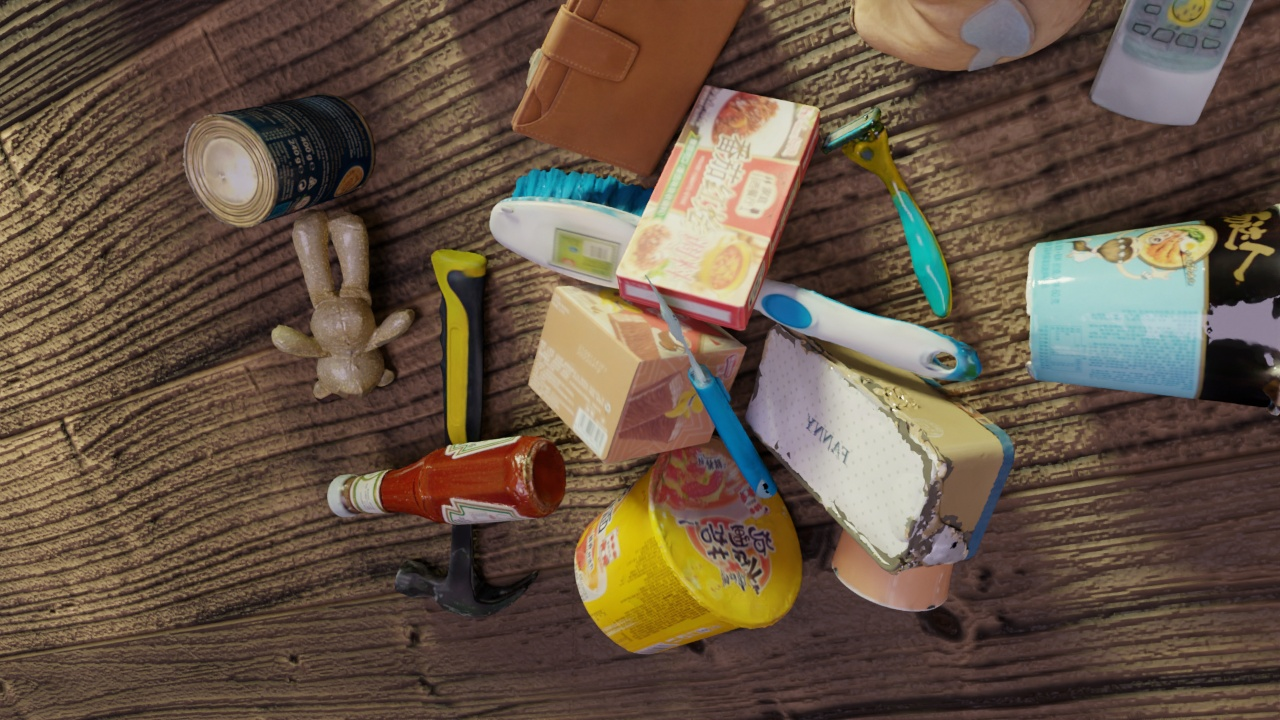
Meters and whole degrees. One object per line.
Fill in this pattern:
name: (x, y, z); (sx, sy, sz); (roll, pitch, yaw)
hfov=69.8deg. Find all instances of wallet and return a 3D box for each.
wallet: (-0.007, -0.180, 0.547); (0.107, 0.031, 0.132); (11, 126, -34)

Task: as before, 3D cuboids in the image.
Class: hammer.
hammer: (-0.139, 0.071, 0.733); (0.126, 0.031, 0.324); (12, 115, 15)

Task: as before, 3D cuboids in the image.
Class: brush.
brush: (0.049, -0.054, 0.567); (0.315, 0.109, 0.061); (16, 116, 11)

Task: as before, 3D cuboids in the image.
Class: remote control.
remote control: (0.283, -0.191, 0.469); (0.056, 0.019, 0.135); (19, 117, 12)

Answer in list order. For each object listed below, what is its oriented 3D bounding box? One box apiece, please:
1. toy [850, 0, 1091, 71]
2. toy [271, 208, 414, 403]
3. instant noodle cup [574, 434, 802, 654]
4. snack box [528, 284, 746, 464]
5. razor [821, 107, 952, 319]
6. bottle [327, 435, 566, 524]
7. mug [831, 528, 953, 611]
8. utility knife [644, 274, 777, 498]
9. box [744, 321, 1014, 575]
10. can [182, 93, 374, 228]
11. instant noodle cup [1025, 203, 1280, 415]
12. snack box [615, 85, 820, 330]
toy: (0.141, -0.234, 0.423); (0.144, 0.082, 0.226); (-6, 142, 32)
toy: (-0.228, -0.039, 0.698); (0.066, 0.105, 0.157); (-131, 35, -49)
instant noodle cup: (0.028, 0.137, 0.647); (0.138, 0.137, 0.110); (48, 128, -4)
snack box: (-0.004, 0.003, 0.598); (0.093, 0.094, 0.077); (42, 125, 37)
razor: (0.158, -0.086, 0.555); (0.043, 0.028, 0.132); (-21, 101, 51)
bottle: (-0.154, 0.096, 0.699); (0.206, 0.059, 0.060); (-9, 108, 28)
mug: (0.176, 0.090, 0.601); (0.078, 0.078, 0.123); (14, 110, 15)
utility knife: (0.044, 0.021, 0.556); (0.018, 0.034, 0.236); (-32, 140, 1)
box: (0.130, 0.040, 0.550); (0.061, 0.184, 0.090); (-1, 121, -25)
can: (-0.249, -0.141, 0.638); (0.075, 0.110, 0.075); (8, 114, 18)
instant noodle cup: (0.276, -0.027, 0.499); (0.121, 0.111, 0.111); (1, 112, 27)
snack box: (0.048, -0.093, 0.533); (0.075, 0.152, 0.025); (16, 153, 15)
